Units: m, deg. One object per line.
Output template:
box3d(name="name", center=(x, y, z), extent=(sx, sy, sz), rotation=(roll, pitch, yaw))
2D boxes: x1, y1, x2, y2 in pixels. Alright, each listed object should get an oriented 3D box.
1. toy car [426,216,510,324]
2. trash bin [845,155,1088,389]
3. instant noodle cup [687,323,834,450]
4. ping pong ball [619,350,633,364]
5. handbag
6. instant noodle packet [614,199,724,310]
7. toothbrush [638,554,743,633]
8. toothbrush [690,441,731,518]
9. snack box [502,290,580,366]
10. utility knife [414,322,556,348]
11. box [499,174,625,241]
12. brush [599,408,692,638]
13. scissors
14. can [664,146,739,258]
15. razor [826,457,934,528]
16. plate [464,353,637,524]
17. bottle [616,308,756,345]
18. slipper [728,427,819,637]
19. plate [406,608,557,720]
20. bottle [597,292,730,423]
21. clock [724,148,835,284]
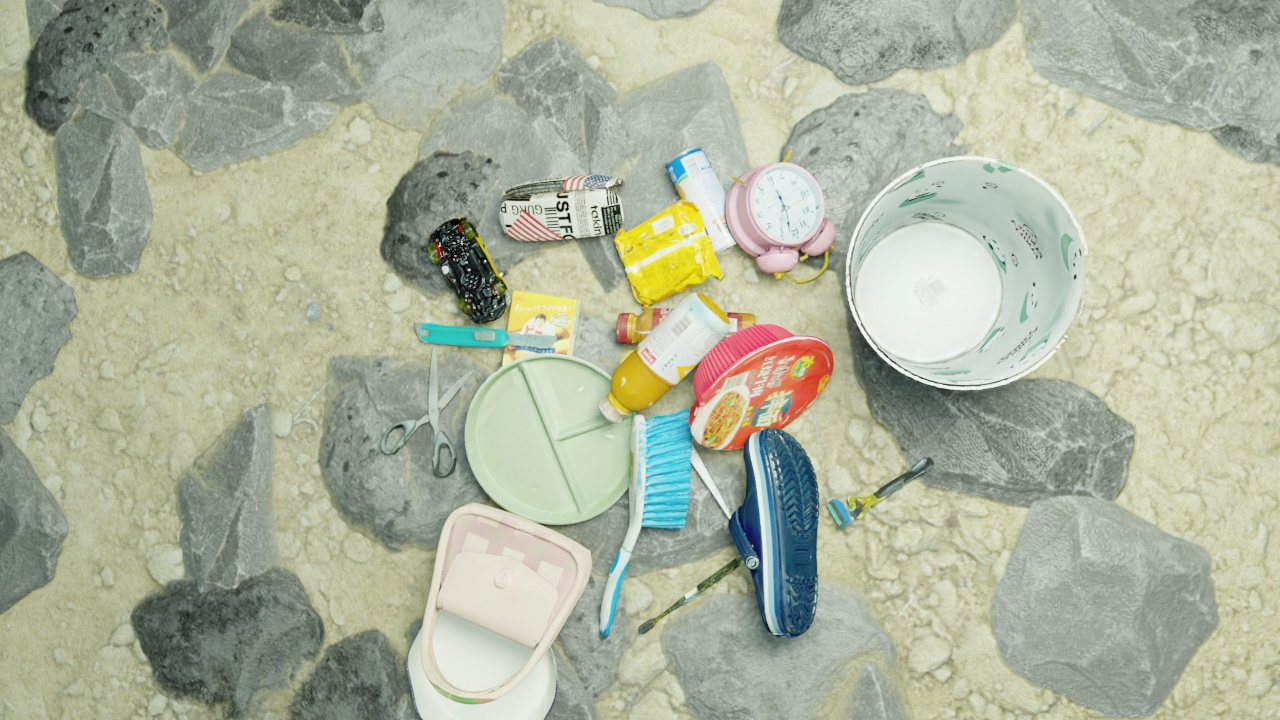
box3d(name="toy car", center=(-0.226, -0.118, 1.219), extent=(0.071, 0.041, 0.156), rotation=(-32, 81, 8))
box3d(name="trash bin", center=(0.336, -0.085, 1.020), extent=(0.230, 0.251, 0.229), rotation=(0, 90, 9))
box3d(name="instant noodle cup", center=(0.135, 0.023, 1.107), extent=(0.194, 0.194, 0.066), rotation=(-37, 56, 7))
box3d(name="ping pong ball", center=(-0.007, 0.007, 1.184), extent=(0.040, 0.040, 0.040), rotation=(0, 90, 9))
box3d(name="handbag", center=(-0.184, 0.311, 1.151), extent=(0.193, 0.093, 0.233), rotation=(20, 71, 11))
box3d(name="instant noodle packet", center=(0.036, -0.133, 1.155), extent=(0.129, 0.044, 0.111), rotation=(-20, 92, 36))
box3d(name="toothbrush", center=(0.071, 0.297, 1.182), extent=(0.186, 0.017, 0.012), rotation=(-37, 73, 7))
box3d(name="toothbrush", center=(0.090, 0.157, 1.182), extent=(0.016, 0.016, 0.180), rotation=(-33, 83, 10))
box3d(name="snack box", center=(-0.133, -0.018, 1.210), extent=(0.087, 0.033, 0.140), rotation=(9, 90, 9))
box3d(name="utility knife", center=(-0.208, -0.032, 1.207), extent=(0.222, 0.013, 0.029), rotation=(4, 92, 23))
box3d(name="box", center=(-0.099, -0.207, 1.190), extent=(0.162, 0.087, 0.076), rotation=(-3, 129, 13))
box3d(name="brush", center=(0.005, 0.212, 1.171), extent=(0.109, 0.060, 0.315), rotation=(-2, 106, -12))
box3d(name="scissors", center=(-0.284, 0.074, 1.246), extent=(0.159, 0.014, 0.181), rotation=(-16, 85, 7))
box3d(name="can", center=(0.084, -0.199, 1.162), extent=(0.053, 0.053, 0.134), rotation=(-27, 86, 8))
box3d(name="razor", center=(0.303, 0.162, 1.143), extent=(0.143, 0.022, 0.042), rotation=(-32, 41, 5))
box3d(name="plate", center=(-0.112, 0.101, 1.186), extent=(0.230, 0.027, 0.230), rotation=(1, 102, 4))
box3d(name="bottle", center=(0.058, -0.036, 1.164), extent=(0.175, 0.057, 0.057), rotation=(4, 90, 9))
box3d(name="slipper", center=(0.162, 0.210, 1.133), extent=(0.095, 0.105, 0.252), rotation=(-10, 82, 36))
box3d(name="plate", center=(-0.206, 0.410, 1.215), extent=(0.205, 0.045, 0.205), rotation=(0, 91, 10))
box3d(name="bottle", center=(0.024, 0.001, 1.111), extent=(0.190, 0.068, 0.068), rotation=(-45, 83, 15))
box3d(name="clock", center=(0.176, -0.169, 1.123), extent=(0.117, 0.060, 0.158), rotation=(-28, 96, -19))
